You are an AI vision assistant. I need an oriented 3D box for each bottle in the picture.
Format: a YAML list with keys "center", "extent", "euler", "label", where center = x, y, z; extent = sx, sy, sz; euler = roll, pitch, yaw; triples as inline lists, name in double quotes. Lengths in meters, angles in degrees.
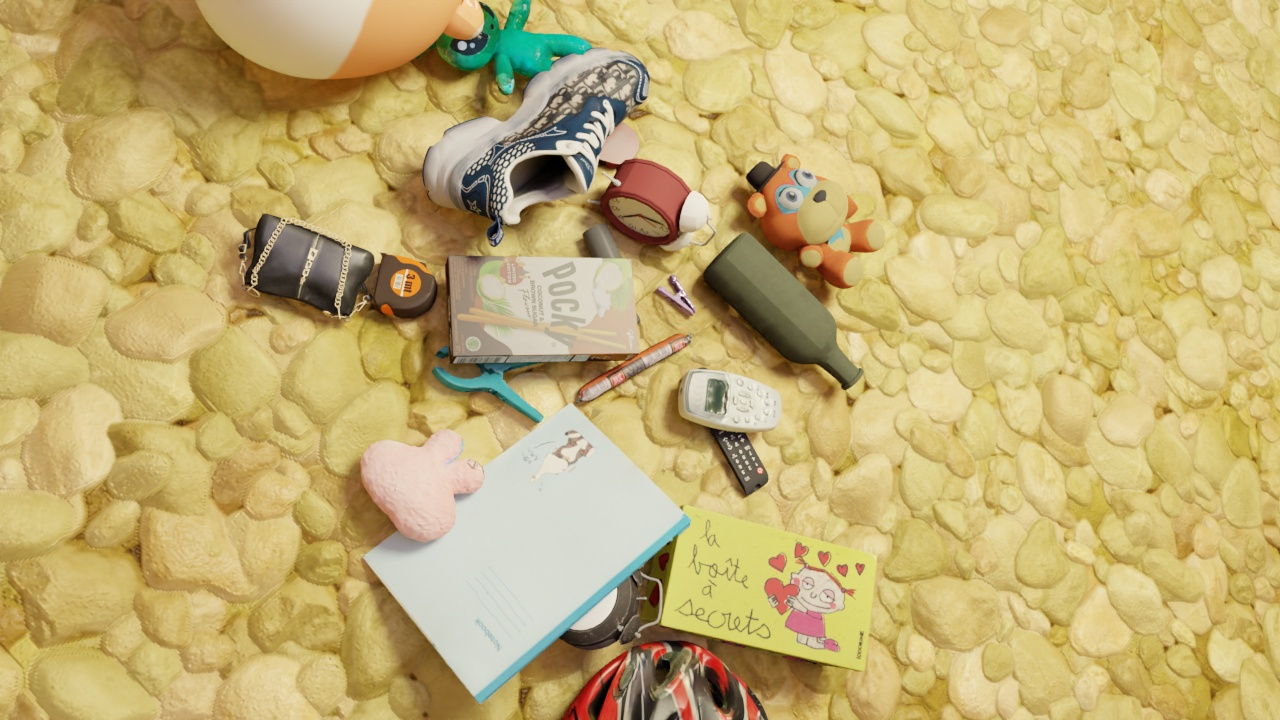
- center: [-0.027, -0.090, 0.986]
  extent: [0.030, 0.030, 0.113]
  euler: [-21, 83, -23]
  label: "bottle"
- center: [0.165, -0.048, 1.021]
  extent: [0.207, 0.072, 0.071]
  euler: [44, 66, -4]
  label: "bottle"

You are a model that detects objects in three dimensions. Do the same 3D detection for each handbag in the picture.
- center: [-0.317, -0.086, 0.876]
  extent: [0.128, 0.054, 0.079]
  euler: [20, 81, -17]
  label: "handbag"

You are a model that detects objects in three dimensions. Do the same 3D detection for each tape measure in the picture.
- center: [-0.031, -0.239, 1.032]
  extent: [0.051, 0.019, 0.059]
  euler: [37, 73, -9]
  label: "tape measure"
- center: [-0.231, -0.071, 0.906]
  extent: [0.059, 0.038, 0.058]
  euler: [7, 72, -4]
  label: "tape measure"

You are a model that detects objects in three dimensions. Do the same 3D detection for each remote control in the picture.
- center: [0.096, 0.045, 0.976]
  extent: [0.114, 0.028, 0.060]
  euler: [14, 71, -15]
  label: "remote control"
- center: [0.092, 0.076, 0.992]
  extent: [0.033, 0.015, 0.147]
  euler: [-27, 86, -24]
  label: "remote control"

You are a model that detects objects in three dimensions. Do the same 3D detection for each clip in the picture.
- center: [0.043, -0.075, 1.017]
  extent: [0.051, 0.014, 0.045]
  euler: [23, 67, -9]
  label: "clip"
- center: [-0.146, 0.005, 0.922]
  extent: [0.120, 0.027, 0.103]
  euler: [12, 69, -17]
  label: "clip"

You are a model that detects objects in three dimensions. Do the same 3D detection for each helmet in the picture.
- center: [0.028, 0.383, 0.822]
  extent: [0.217, 0.167, 0.271]
  euler: [24, 57, -16]
  label: "helmet"

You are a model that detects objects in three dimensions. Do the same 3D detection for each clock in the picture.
- center: [0.017, -0.163, 0.986]
  extent: [0.137, 0.096, 0.048]
  euler: [29, 68, -7]
  label: "clock"
- center: [-0.043, 0.223, 0.862]
  extent: [0.123, 0.044, 0.091]
  euler: [-5, 62, 16]
  label: "clock"

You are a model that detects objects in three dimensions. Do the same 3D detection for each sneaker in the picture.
- center: [-0.079, -0.215, 0.933]
  extent: [0.269, 0.103, 0.132]
  euler: [-37, 58, -19]
  label: "sneaker"

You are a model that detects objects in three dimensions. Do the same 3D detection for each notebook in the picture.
- center: [-0.103, 0.167, 0.859]
  extent: [0.252, 0.009, 0.181]
  euler: [-37, 64, -24]
  label: "notebook"

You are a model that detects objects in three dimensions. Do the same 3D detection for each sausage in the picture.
- center: [-0.006, 0.006, 0.974]
  extent: [0.155, 0.020, 0.020]
  euler: [-30, 87, -24]
  label: "sausage"

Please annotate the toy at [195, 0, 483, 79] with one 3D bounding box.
- center: [-0.282, -0.398, 0.855]
  extent: [0.280, 0.267, 0.262]
  euler: [3, 72, -35]
  label: "toy"

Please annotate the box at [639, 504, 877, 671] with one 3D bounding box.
- center: [0.119, 0.231, 0.926]
  extent: [0.221, 0.080, 0.124]
  euler: [20, 70, -15]
  label: "box"

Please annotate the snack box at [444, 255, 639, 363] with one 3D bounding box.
- center: [-0.098, -0.051, 0.918]
  extent: [0.185, 0.032, 0.101]
  euler: [-1, 77, -18]
  label: "snack box"

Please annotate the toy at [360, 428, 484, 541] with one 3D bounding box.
- center: [-0.200, 0.111, 0.857]
  extent: [0.104, 0.053, 0.108]
  euler: [-31, 73, -33]
  label: "toy"

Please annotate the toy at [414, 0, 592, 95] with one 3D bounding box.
- center: [-0.151, -0.339, 0.993]
  extent: [0.193, 0.072, 0.130]
  euler: [14, 69, -6]
  label: "toy"

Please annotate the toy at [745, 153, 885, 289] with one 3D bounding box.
- center: [0.194, -0.163, 1.058]
  extent: [0.176, 0.096, 0.112]
  euler: [34, 67, 4]
  label: "toy"
